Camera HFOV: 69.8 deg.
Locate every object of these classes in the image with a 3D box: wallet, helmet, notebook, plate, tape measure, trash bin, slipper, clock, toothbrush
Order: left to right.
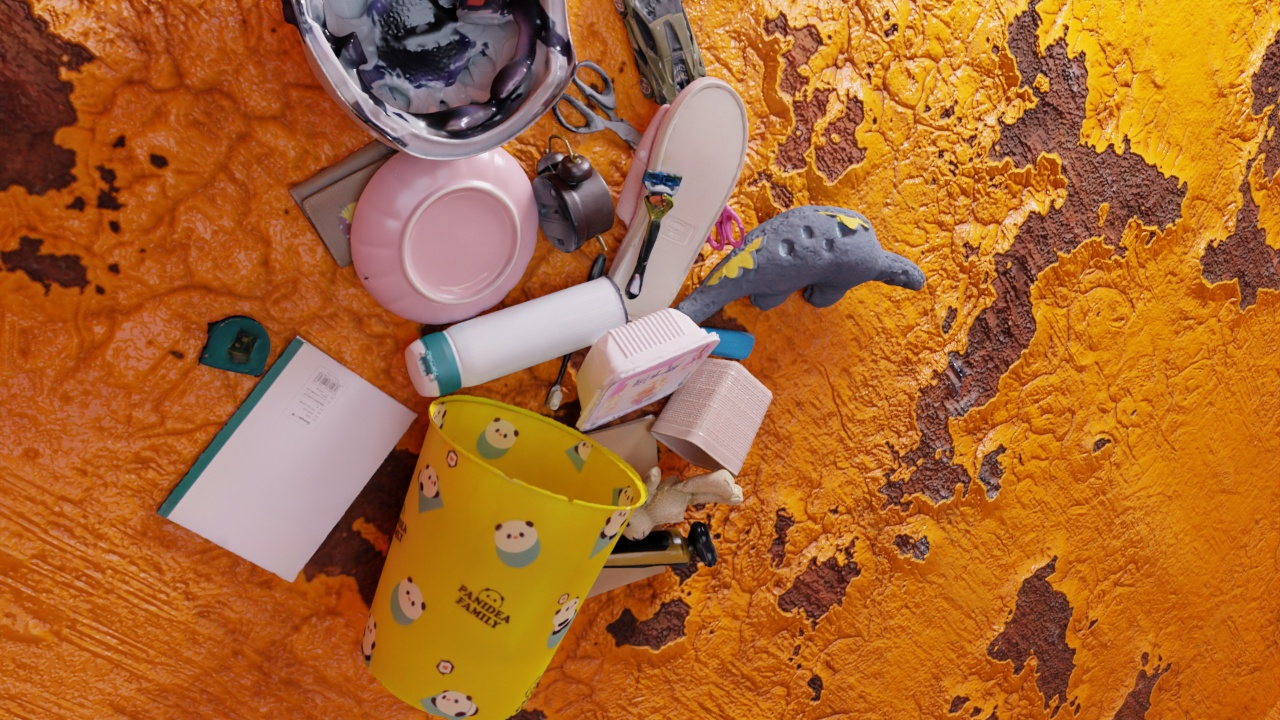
[{"bbox_3d":[-0.368,-0.014,0.838,0.058,0.025,0.054,16,98,-32],"label":"tape measure"},{"bbox_3d":[-0.338,0.099,0.896,0.150,0.012,0.209,40,84,-32],"label":"notebook"},{"bbox_3d":[-0.254,-0.151,0.857,0.115,0.033,0.090,-33,119,-13],"label":"wallet"},{"bbox_3d":[-0.187,-0.300,0.780,0.228,0.146,0.259,-32,109,-19],"label":"helmet"},{"bbox_3d":[-0.177,-0.116,0.878,0.192,0.039,0.193,-19,127,-28],"label":"plate"},{"bbox_3d":[-0.147,0.198,0.918,0.229,0.229,0.255,18,101,-32],"label":"trash bin"},{"bbox_3d":[-0.071,-0.167,0.923,0.055,0.082,0.122,-28,118,-24],"label":"clock"},{"bbox_3d":[-0.070,-0.031,1.004,0.015,0.018,0.181,17,95,-24],"label":"toothbrush"},{"bbox_3d":[-0.043,0.179,1.086,0.149,0.012,0.212,-13,111,-24],"label":"notebook"},{"bbox_3d":[0.032,-0.171,0.993,0.114,0.054,0.275,11,111,-28],"label":"slipper"}]

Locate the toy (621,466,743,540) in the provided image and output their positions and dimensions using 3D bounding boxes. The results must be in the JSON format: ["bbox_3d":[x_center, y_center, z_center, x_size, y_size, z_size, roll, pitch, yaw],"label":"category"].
[{"bbox_3d":[0.040,0.164,1.053,0.157,0.066,0.105,-18,143,12],"label":"toy"}]

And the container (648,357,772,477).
[{"bbox_3d":[0.086,0.062,1.070,0.090,0.090,0.110,39,73,-32],"label":"container"}]

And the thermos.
[{"bbox_3d":[-0.127,-0.023,0.937,0.224,0.073,0.073,-20,114,-20],"label":"thermos"}]

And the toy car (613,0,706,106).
[{"bbox_3d":[0.021,-0.338,0.947,0.070,0.042,0.158,-31,115,-18],"label":"toy car"}]

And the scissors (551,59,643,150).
[{"bbox_3d":[-0.013,-0.251,0.969,0.173,0.014,0.143,-10,111,-27],"label":"scissors"}]

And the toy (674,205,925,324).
[{"bbox_3d":[0.204,-0.117,1.087,0.355,0.091,0.138,-7,120,-25],"label":"toy"}]

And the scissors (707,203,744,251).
[{"bbox_3d":[0.088,-0.189,1.023,0.017,0.064,0.135,-19,105,-36],"label":"scissors"}]

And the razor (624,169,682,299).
[{"bbox_3d":[0.008,-0.127,0.960,0.042,0.022,0.143,6,116,-23],"label":"razor"}]

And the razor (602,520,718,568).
[{"bbox_3d":[0.014,0.222,1.094,0.167,0.062,0.068,0,138,-23],"label":"razor"}]

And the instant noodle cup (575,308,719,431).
[{"bbox_3d":[-0.006,0.006,0.978,0.137,0.174,0.060,-22,75,-22],"label":"instant noodle cup"}]

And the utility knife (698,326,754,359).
[{"bbox_3d":[0.049,-0.028,1.069,0.202,0.018,0.034,7,89,-30],"label":"utility knife"}]
